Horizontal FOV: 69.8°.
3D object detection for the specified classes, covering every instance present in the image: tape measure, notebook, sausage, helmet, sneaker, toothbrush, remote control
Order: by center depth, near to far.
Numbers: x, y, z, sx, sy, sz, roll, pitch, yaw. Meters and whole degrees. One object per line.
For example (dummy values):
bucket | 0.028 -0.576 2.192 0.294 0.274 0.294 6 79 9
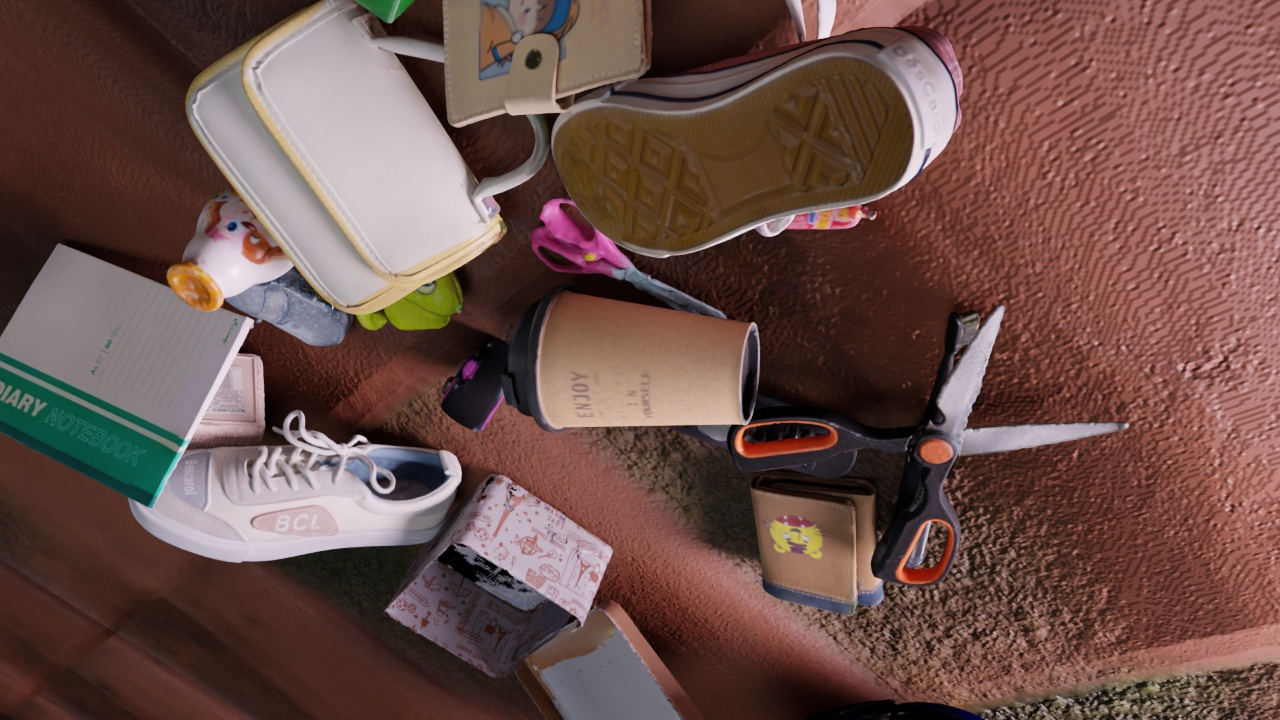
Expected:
sneaker | 0.051 -0.110 0.438 0.242 0.087 0.118 1 121 51
sausage | 0.051 -0.083 0.508 0.156 0.020 0.020 3 131 21
toothbrush | 0.181 0.055 0.571 0.027 0.026 0.213 -12 131 -11
remote control | 0.075 0.041 0.604 0.136 0.024 0.053 18 134 8
tape measure | -0.115 0.018 0.646 0.039 0.057 0.057 33 137 -6
notebook | -0.401 0.005 0.685 0.209 0.150 0.012 19 167 20
helmet | 0.209 0.377 0.694 0.240 0.247 0.316 -11 149 -24
sneaker | -0.253 0.094 0.701 0.241 0.089 0.091 7 136 -31

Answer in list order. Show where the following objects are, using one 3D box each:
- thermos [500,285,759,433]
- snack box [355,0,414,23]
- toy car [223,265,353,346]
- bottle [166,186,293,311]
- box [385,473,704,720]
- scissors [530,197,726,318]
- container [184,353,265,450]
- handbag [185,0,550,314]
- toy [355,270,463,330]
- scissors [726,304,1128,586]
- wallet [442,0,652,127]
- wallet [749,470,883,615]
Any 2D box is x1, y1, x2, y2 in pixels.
thermos | -0.003 0.003 0.559 0.143 0.092 0.093 5 132 17
snack box | -0.110 -0.222 0.398 0.117 0.118 0.106 33 147 -6
toy car | -0.269 -0.050 0.669 0.120 0.036 0.054 31 135 -9
bottle | -0.251 -0.077 0.583 0.063 0.108 0.063 12 135 13
box | -0.078 0.240 0.791 0.259 0.110 0.179 36 134 -9
scissors | -0.009 -0.049 0.569 0.137 0.017 0.073 33 145 -15
container | -0.359 0.052 0.748 0.090 0.089 0.111 7 142 -33
handbag | -0.145 -0.124 0.521 0.179 0.063 0.163 -23 114 21
toy | -0.165 -0.051 0.623 0.100 0.031 0.097 26 129 3
scissors | 0.161 0.057 0.552 0.221 0.021 0.235 7 129 15
wallet | -0.047 -0.159 0.445 0.115 0.087 0.024 -5 167 26
wallet | 0.127 0.130 0.660 0.090 0.033 0.115 4 128 22
